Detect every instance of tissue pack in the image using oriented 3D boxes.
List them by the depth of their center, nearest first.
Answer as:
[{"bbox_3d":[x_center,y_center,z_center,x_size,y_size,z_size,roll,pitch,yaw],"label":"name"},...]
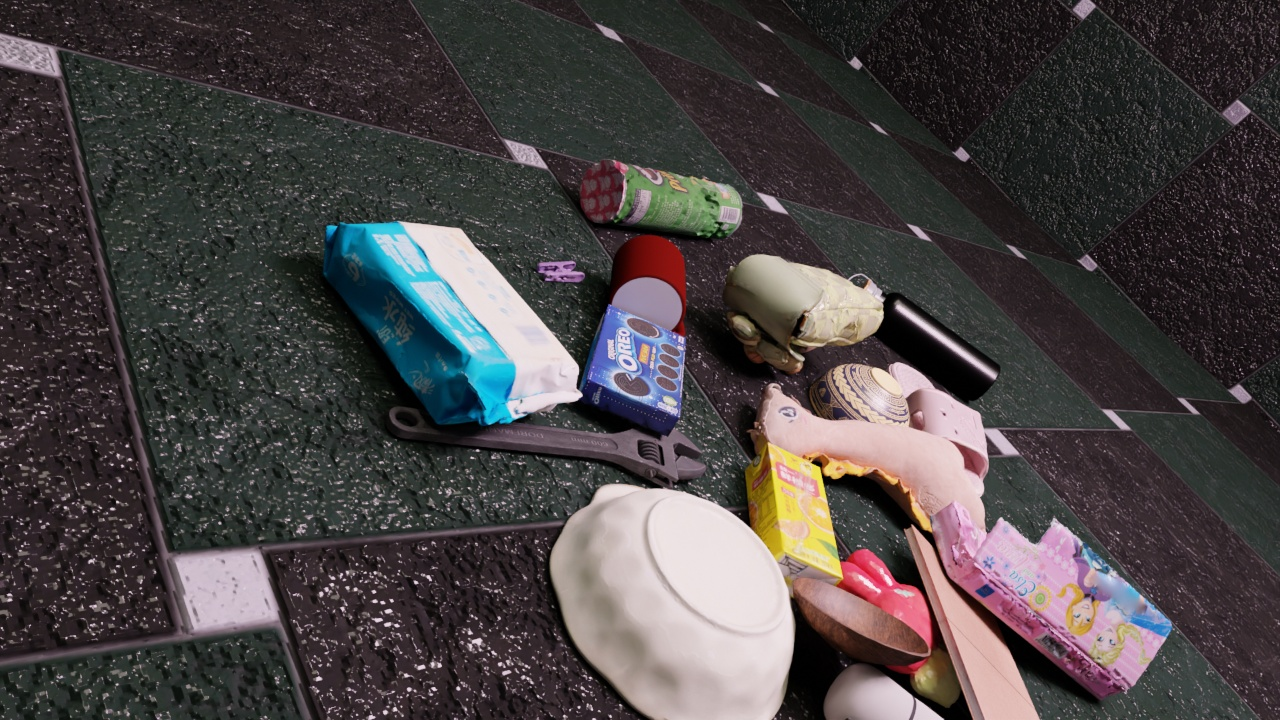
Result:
[{"bbox_3d":[-0.137,-0.028,0.678,0.209,0.066,0.116,45,29,25],"label":"tissue pack"}]

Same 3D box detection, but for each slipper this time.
[{"bbox_3d":[0.346,0.068,1.055,0.094,0.065,0.238,26,29,-17],"label":"slipper"}]

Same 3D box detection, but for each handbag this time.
[{"bbox_3d":[0.170,-0.040,0.979,0.186,0.117,0.113,2,31,-45],"label":"handbag"}]

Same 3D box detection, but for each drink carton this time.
[{"bbox_3d":[0.123,0.129,0.752,0.058,0.043,0.134,26,30,-14],"label":"drink carton"}]

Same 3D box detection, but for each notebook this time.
[{"bbox_3d":[0.275,0.242,0.726,0.141,0.008,0.208,45,21,-23],"label":"notebook"}]

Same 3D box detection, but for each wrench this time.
[{"bbox_3d":[-0.059,0.060,0.689,0.272,0.018,0.073,11,33,-35],"label":"wrench"}]

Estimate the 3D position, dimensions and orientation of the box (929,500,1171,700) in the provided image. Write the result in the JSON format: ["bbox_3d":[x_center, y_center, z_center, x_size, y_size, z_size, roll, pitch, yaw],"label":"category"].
[{"bbox_3d":[0.371,0.200,0.813,0.230,0.097,0.085,39,25,-18],"label":"box"}]

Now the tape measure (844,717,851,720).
[{"bbox_3d":[0.139,0.271,0.570,0.067,0.038,0.062,43,21,4],"label":"tape measure"}]

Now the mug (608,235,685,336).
[{"bbox_3d":[0.015,-0.059,0.899,0.106,0.073,0.082,56,20,-28],"label":"mug"}]

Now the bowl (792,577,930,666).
[{"bbox_3d":[0.149,0.188,0.641,0.102,0.026,0.114,25,3,14],"label":"bowl"}]

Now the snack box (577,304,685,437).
[{"bbox_3d":[-0.005,0.005,0.797,0.082,0.027,0.150,24,26,-8],"label":"snack box"}]

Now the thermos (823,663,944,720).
[{"bbox_3d":[0.222,0.288,0.612,0.224,0.052,0.052,38,29,5],"label":"thermos"}]

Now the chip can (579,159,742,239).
[{"bbox_3d":[0.032,-0.188,1.090,0.222,0.076,0.075,-2,46,-48],"label":"chip can"}]

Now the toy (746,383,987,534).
[{"bbox_3d":[0.228,0.111,0.873,0.264,0.065,0.195,11,42,-30],"label":"toy"}]

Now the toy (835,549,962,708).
[{"bbox_3d":[0.204,0.208,0.718,0.135,0.045,0.091,48,29,11],"label":"toy"}]

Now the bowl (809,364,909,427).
[{"bbox_3d":[0.246,0.043,0.987,0.112,0.061,0.112,26,31,-17],"label":"bowl"}]

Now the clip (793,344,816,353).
[{"bbox_3d":[0.188,-0.018,1.071,0.061,0.043,0.025,13,35,-56],"label":"clip"}]

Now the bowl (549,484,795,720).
[{"bbox_3d":[0.036,0.151,0.613,0.188,0.060,0.219,13,37,-34],"label":"bowl"}]

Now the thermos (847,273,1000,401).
[{"bbox_3d":[0.371,-0.037,1.236,0.231,0.061,0.061,36,29,1],"label":"thermos"}]

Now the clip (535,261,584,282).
[{"bbox_3d":[-0.079,-0.088,0.889,0.036,0.013,0.053,43,33,16],"label":"clip"}]
